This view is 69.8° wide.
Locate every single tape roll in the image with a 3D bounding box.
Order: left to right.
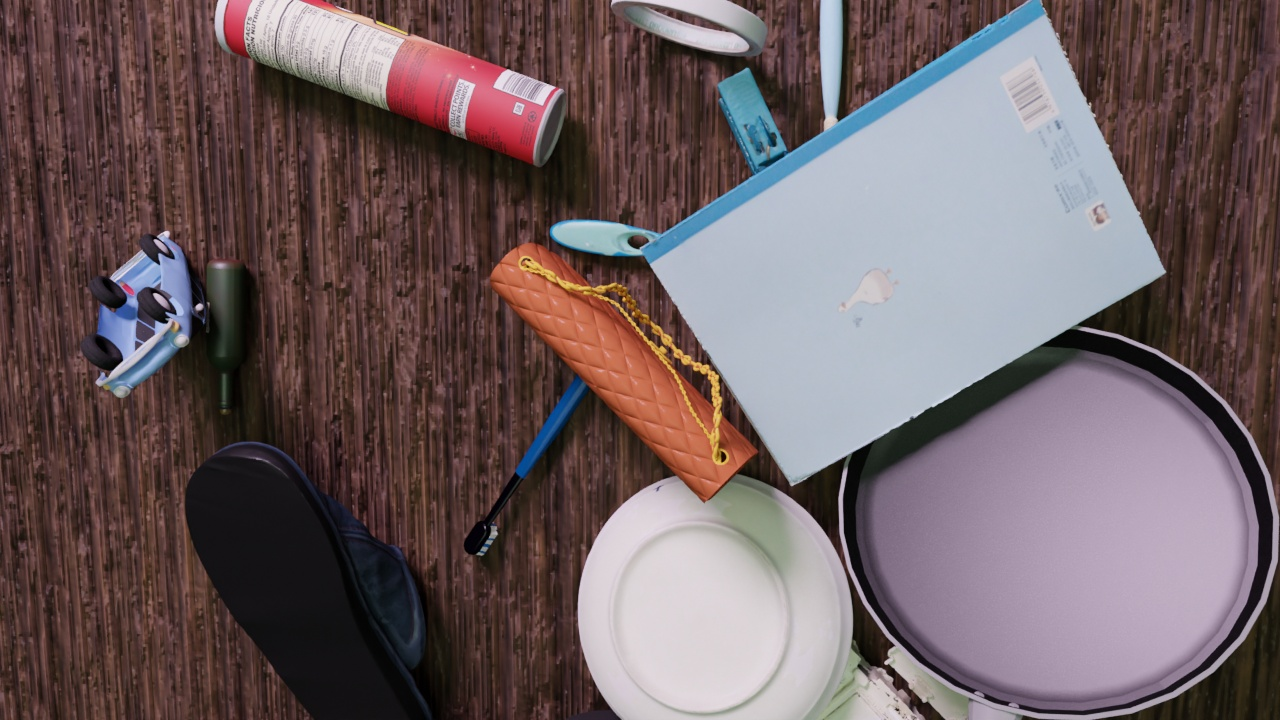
[{"bbox_3d":[0.029,-0.200,0.538,0.093,0.093,0.013,16,98,3],"label":"tape roll"}]

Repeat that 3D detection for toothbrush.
[{"bbox_3d":[-0.070,0.063,0.619,0.014,0.014,0.168,38,97,34],"label":"toothbrush"},{"bbox_3d":[0.007,-0.076,0.594,0.135,0.017,0.022,7,101,4],"label":"toothbrush"},{"bbox_3d":[0.119,-0.168,0.572,0.022,0.016,0.155,0,97,12],"label":"toothbrush"}]

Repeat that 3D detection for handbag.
[{"bbox_3d":[-0.003,0.003,0.542,0.172,0.109,0.060,45,93,10],"label":"handbag"}]

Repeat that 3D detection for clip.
[{"bbox_3d":[0.082,-0.110,0.543,0.030,0.120,0.130,-24,107,8],"label":"clip"}]

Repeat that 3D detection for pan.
[{"bbox_3d":[0.209,0.147,0.514,0.226,0.034,0.355,11,74,29],"label":"pan"}]

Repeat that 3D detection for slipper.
[{"bbox_3d":[-0.202,0.153,0.615,0.109,0.083,0.266,-6,119,22],"label":"slipper"}]

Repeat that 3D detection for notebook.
[{"bbox_3d":[0.153,-0.059,0.530,0.254,0.009,0.181,-31,106,8],"label":"notebook"}]

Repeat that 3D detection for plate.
[{"bbox_3d":[0.040,0.160,0.579,0.182,0.034,0.182,-4,78,18],"label":"plate"}]

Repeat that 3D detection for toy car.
[{"bbox_3d":[-0.307,-0.030,0.576,0.056,0.153,0.055,-40,129,0],"label":"toy car"}]

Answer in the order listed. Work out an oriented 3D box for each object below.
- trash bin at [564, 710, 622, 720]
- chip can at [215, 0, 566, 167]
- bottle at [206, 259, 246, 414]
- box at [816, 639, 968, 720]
[{"bbox_3d":[-0.013,0.353,0.576,0.184,0.184,0.210,14,92,4],"label":"trash bin"},{"bbox_3d":[-0.155,-0.183,0.579,0.215,0.051,0.052,21,98,2],"label":"chip can"},{"bbox_3d":[-0.282,-0.016,0.625,0.025,0.025,0.106,4,97,5],"label":"bottle"},{"bbox_3d":[0.139,0.198,0.584,0.143,0.044,0.184,45,105,8],"label":"box"}]
